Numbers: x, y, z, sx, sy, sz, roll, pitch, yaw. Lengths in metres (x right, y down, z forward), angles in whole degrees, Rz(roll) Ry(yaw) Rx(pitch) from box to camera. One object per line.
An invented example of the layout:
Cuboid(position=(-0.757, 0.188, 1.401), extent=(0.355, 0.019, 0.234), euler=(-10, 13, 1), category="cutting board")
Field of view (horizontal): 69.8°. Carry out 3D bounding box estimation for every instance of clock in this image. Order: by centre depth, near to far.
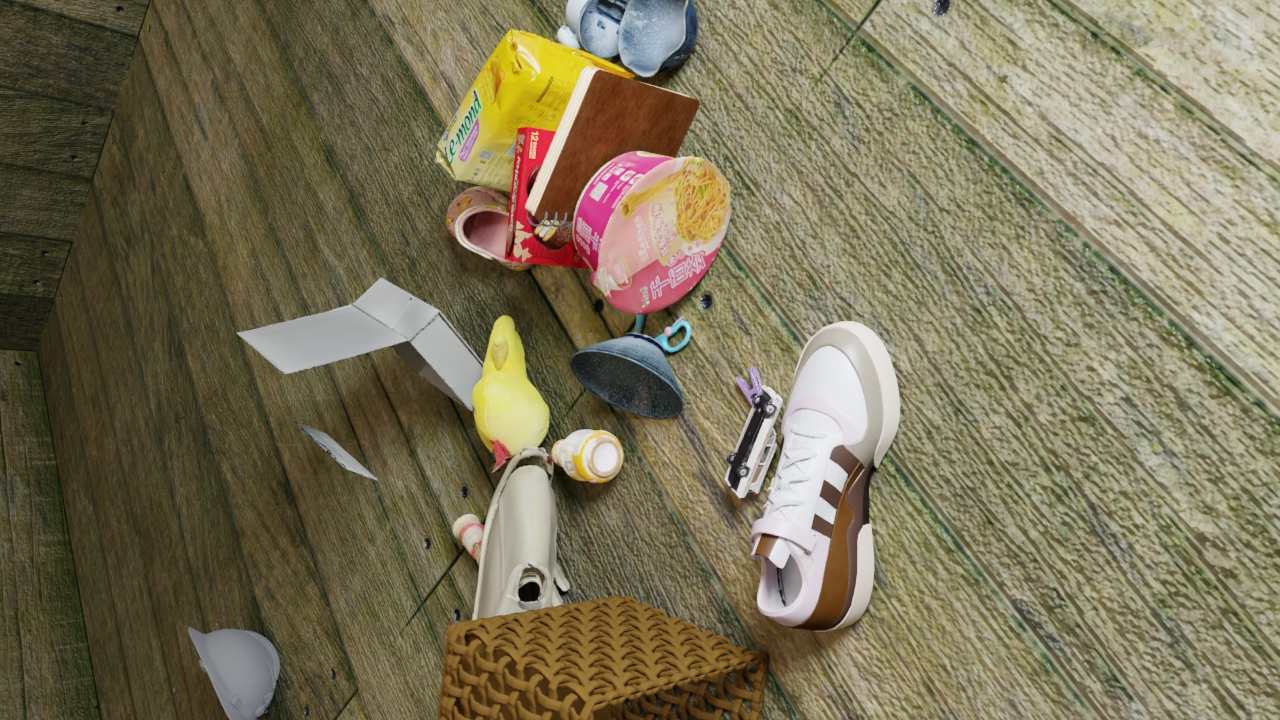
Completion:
Cuboid(position=(-0.054, -0.406, 1.120), extent=(0.118, 0.083, 0.057), euler=(-56, 46, 21), category="clock")

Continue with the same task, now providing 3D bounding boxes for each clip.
Cuboid(position=(0.119, 0.034, 0.963), extent=(0.032, 0.013, 0.051), euler=(-38, 64, 38), category="clip")

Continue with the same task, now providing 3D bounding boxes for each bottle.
Cuboid(position=(-0.068, 0.114, 1.108), extent=(0.109, 0.063, 0.063), euler=(-5, 83, 59), category="bottle")
Cuboid(position=(-0.216, 0.255, 1.256), extent=(0.109, 0.044, 0.044), euler=(38, 113, 40), category="bottle")

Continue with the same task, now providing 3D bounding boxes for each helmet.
Cuboid(position=(-0.727, 0.576, 1.694), extent=(0.271, 0.117, 0.184), euler=(43, 147, 32), category="helmet")

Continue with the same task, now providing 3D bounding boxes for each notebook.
Cuboid(position=(-0.027, -0.217, 0.980), extent=(0.024, 0.225, 0.168), euler=(35, 112, 21), category="notebook")

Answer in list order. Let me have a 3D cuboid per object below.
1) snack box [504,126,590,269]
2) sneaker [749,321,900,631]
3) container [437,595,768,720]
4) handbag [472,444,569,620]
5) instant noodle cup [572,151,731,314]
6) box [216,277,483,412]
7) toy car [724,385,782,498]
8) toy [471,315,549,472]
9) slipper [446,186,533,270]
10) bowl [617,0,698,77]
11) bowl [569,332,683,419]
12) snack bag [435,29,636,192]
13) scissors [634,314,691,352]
Cuboid(position=(-0.085, -0.188, 1.086), extent=(0.036, 0.132, 0.152), euler=(-156, 71, -64), category="snack box")
Cuboid(position=(0.153, 0.106, 0.849), extent=(0.112, 0.116, 0.294), euler=(11, 94, 45), category="sneaker")
Cuboid(position=(-0.044, 0.386, 0.928), extent=(0.214, 0.251, 0.219), euler=(9, 93, 45), category="container")
Cuboid(position=(-0.123, 0.244, 1.104), extent=(0.228, 0.132, 0.184), euler=(-101, 25, -49), category="handbag")
Cuboid(position=(0.004, -0.144, 0.971), extent=(0.078, 0.178, 0.179), euler=(38, 113, 37), category="instant noodle cup")
Cuboid(position=(-0.362, -0.006, 1.212), extent=(0.167, 0.329, 0.165), euler=(26, 118, 44), category="box")
Cuboid(position=(0.121, 0.084, 0.938), extent=(0.039, 0.039, 0.113), euler=(-127, 55, -65), category="toy car")
Cuboid(position=(-0.170, 0.043, 1.189), extent=(0.092, 0.134, 0.207), euler=(-13, 63, 1), category="toy")
Cuboid(position=(-0.215, -0.187, 1.264), extent=(0.197, 0.081, 0.093), euler=(29, 106, 40), category="slipper")
Cuboid(position=(0.029, -0.377, 1.054), extent=(0.111, 0.055, 0.110), euler=(-4, 85, 45), category="bowl")
Cuboid(position=(-0.006, 0.006, 1.033), extent=(0.137, 0.137, 0.057), euler=(-2, 54, 45), category="bowl")
Cuboid(position=(-0.132, -0.287, 1.111), extent=(0.248, 0.159, 0.068), euler=(-41, 49, 45), category="snack bag")
Cuboid(position=(0.005, -0.038, 1.082), extent=(0.135, 0.015, 0.129), euler=(-27, 70, 38), category="scissors")
